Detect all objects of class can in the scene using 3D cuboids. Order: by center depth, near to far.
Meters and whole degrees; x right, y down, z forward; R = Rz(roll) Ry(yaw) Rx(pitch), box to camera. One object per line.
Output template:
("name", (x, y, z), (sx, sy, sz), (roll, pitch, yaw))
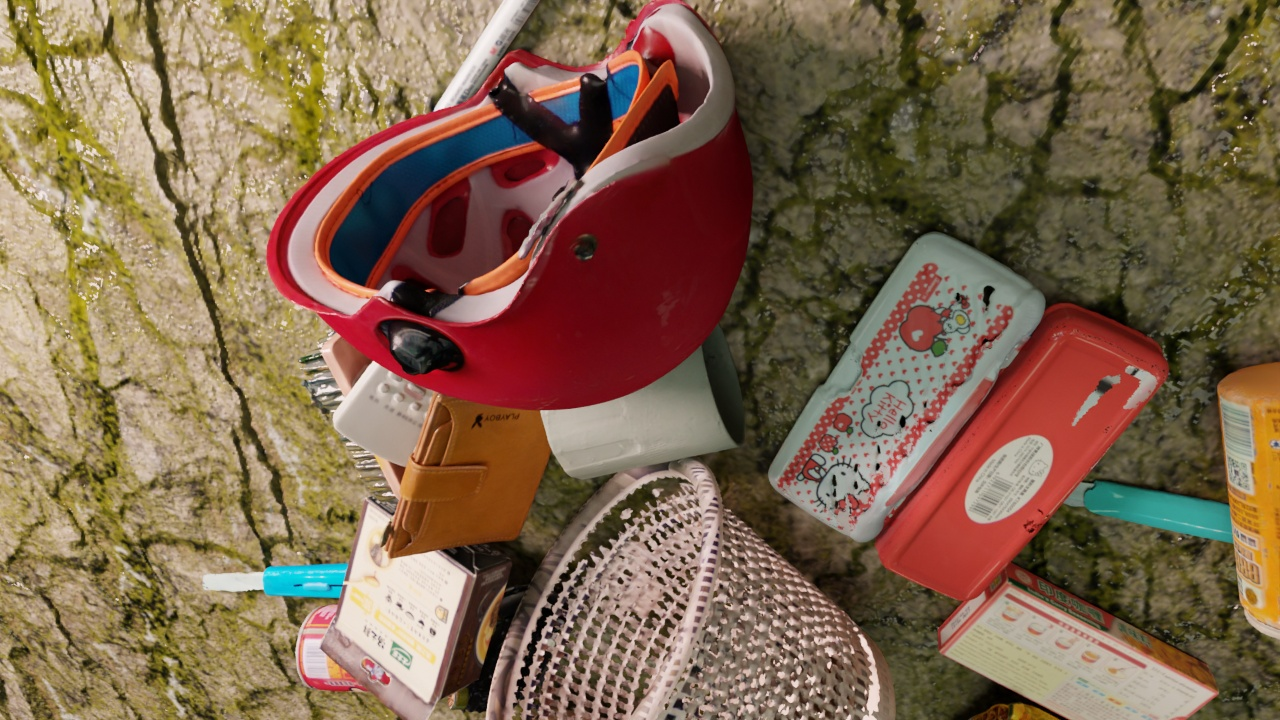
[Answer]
("can", (0.353, 0.076, 0.497), (0.058, 0.058, 0.146), (-10, 106, 19))
("can", (-0.213, 0.227, 0.726), (0.094, 0.066, 0.066), (-5, 116, 16))

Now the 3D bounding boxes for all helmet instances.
("helmet", (-0.051, -0.056, 0.465), (0.240, 0.206, 0.144), (-12, 131, 23))

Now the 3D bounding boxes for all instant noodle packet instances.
("instant noodle packet", (0.284, 0.289, 0.639), (0.128, 0.044, 0.111), (25, 140, 0))

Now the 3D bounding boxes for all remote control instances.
("remote control", (-0.125, -0.003, 0.568), (0.058, 0.021, 0.150), (34, 98, -27))

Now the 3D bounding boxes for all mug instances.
("mug", (-0.003, 0.003, 0.548), (0.103, 0.083, 0.124), (-16, 90, 17))

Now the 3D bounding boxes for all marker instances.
("marker", (-0.088, -0.168, 0.511), (0.017, 0.016, 0.146), (39, 120, -8))

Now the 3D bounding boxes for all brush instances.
("brush", (-0.164, 0.040, 0.615), (0.073, 0.063, 0.146), (-11, 115, 17))

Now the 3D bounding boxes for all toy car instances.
("toy car", (-0.100, 0.221, 0.702), (0.070, 0.042, 0.158), (10, 125, -24))

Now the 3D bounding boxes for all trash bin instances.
("trash bin", (0.042, 0.199, 0.579), (0.192, 0.227, 0.228), (34, 121, -20))

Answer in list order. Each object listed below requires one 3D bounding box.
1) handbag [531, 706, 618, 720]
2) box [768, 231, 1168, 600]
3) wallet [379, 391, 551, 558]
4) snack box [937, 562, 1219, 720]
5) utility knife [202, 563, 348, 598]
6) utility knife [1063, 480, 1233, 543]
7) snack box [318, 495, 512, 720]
("handbag", (-0.014, 0.349, 0.721), (0.204, 0.099, 0.148), (8, 125, 3))
("box", (0.183, 0.041, 0.542), (0.161, 0.049, 0.201), (28, 120, 3))
("wallet", (-0.110, 0.068, 0.592), (0.035, 0.118, 0.131), (42, 122, 34))
("snack box", (0.286, 0.199, 0.609), (0.156, 0.027, 0.077), (28, 121, -2))
("utility knife", (-0.272, 0.180, 0.744), (0.208, 0.018, 0.034), (-5, 117, 18))
("utility knife", (0.331, 0.091, 0.549), (0.178, 0.013, 0.029), (10, 117, 12))
("snack box", (-0.162, 0.174, 0.654), (0.113, 0.053, 0.126), (26, 108, 28))
